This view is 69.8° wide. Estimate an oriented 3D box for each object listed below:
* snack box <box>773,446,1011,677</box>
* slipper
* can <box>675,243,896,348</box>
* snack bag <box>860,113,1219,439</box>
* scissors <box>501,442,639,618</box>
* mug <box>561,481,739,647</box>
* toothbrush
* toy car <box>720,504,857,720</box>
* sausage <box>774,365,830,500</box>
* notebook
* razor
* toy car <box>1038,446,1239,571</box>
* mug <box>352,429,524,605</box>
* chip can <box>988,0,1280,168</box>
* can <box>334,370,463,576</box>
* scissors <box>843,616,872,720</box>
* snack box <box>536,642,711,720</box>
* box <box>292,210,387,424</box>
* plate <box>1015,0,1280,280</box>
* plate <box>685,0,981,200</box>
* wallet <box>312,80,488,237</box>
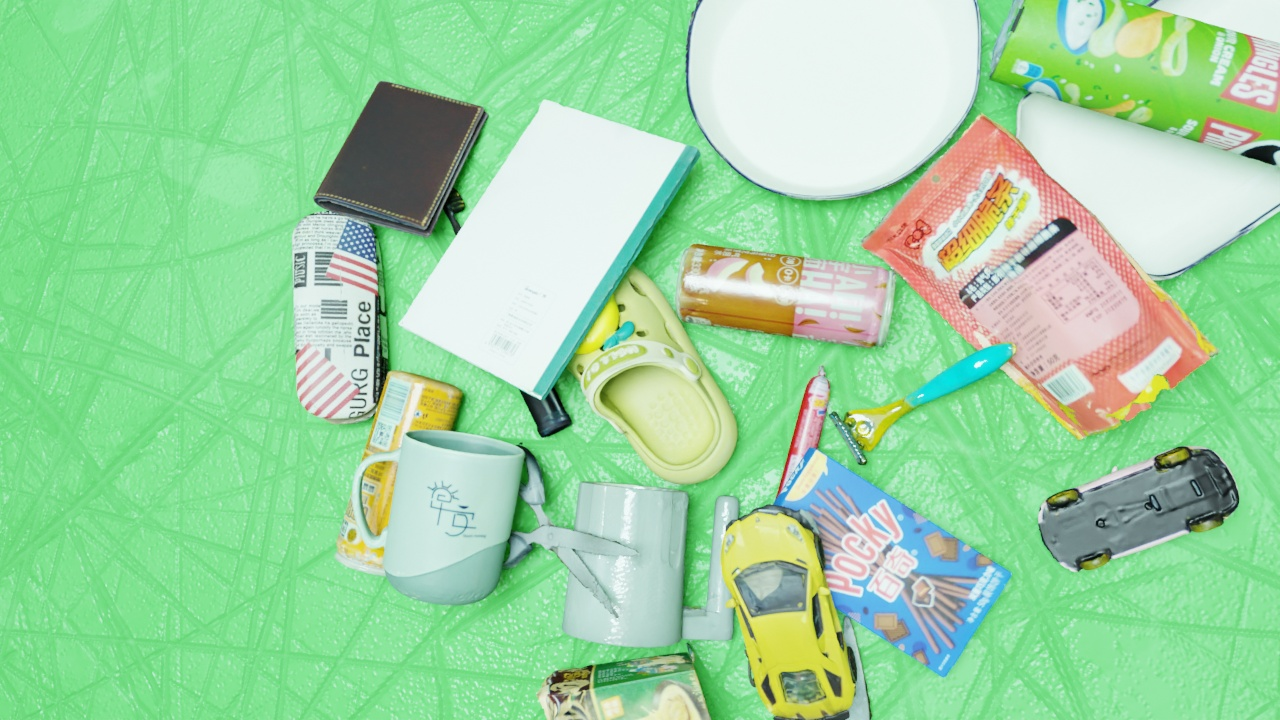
[{"bbox_3d":[0.161,0.136,0.627,0.157,0.026,0.084,32,91,3],"label":"snack box"},{"bbox_3d":[-0.004,0.004,0.650,0.092,0.081,0.190,-38,83,7],"label":"slipper"},{"bbox_3d":[0.101,-0.046,0.648,0.147,0.058,0.058,8,86,11],"label":"can"},{"bbox_3d":[0.258,-0.050,0.607,0.208,0.073,0.129,47,133,9],"label":"snack bag"},{"bbox_3d":[-0.065,0.120,0.638,0.172,0.014,0.159,-40,55,35],"label":"scissors"},{"bbox_3d":[0.010,0.141,0.644,0.124,0.084,0.103,6,84,-16],"label":"mug"},{"bbox_3d":[-0.109,-0.041,0.702,0.027,0.026,0.212,-22,79,-22],"label":"toothbrush"},{"bbox_3d":[0.096,0.170,0.605,0.071,0.041,0.156,-11,104,18],"label":"toy car"},{"bbox_3d":[0.112,0.079,0.654,0.020,0.020,0.156,15,89,11],"label":"sausage"},{"bbox_3d":[-0.069,-0.087,0.661,0.150,0.012,0.209,25,78,31],"label":"notebook"},{"bbox_3d":[0.195,0.023,0.628,0.133,0.028,0.043,-34,78,23],"label":"razor"},{"bbox_3d":[0.326,0.097,0.608,0.123,0.037,0.056,-26,78,19],"label":"toy car"},{"bbox_3d":[-0.144,0.106,0.635,0.111,0.082,0.106,11,94,-9],"label":"mug"},{"bbox_3d":[0.343,-0.175,0.574,0.236,0.072,0.072,22,89,11],"label":"chip can"},{"bbox_3d":[-0.180,0.083,0.686,0.058,0.058,0.146,16,88,11],"label":"can"},{"bbox_3d":[0.155,0.302,0.626,0.221,0.021,0.223,27,91,11],"label":"scissors"},{"bbox_3d":[-0.001,0.258,0.618,0.105,0.118,0.117,-17,82,-2],"label":"snack box"},{"bbox_3d":[-0.228,-0.036,0.694,0.074,0.079,0.163,-5,78,5],"label":"box"},{"bbox_3d":[0.378,-0.166,0.621,0.266,0.034,0.162,-37,80,5],"label":"plate"},{"bbox_3d":[0.136,-0.212,0.663,0.205,0.045,0.204,-1,84,11],"label":"plate"},{"bbox_3d":[-0.184,-0.159,0.709,0.096,0.020,0.122,16,67,7],"label":"wallet"}]
